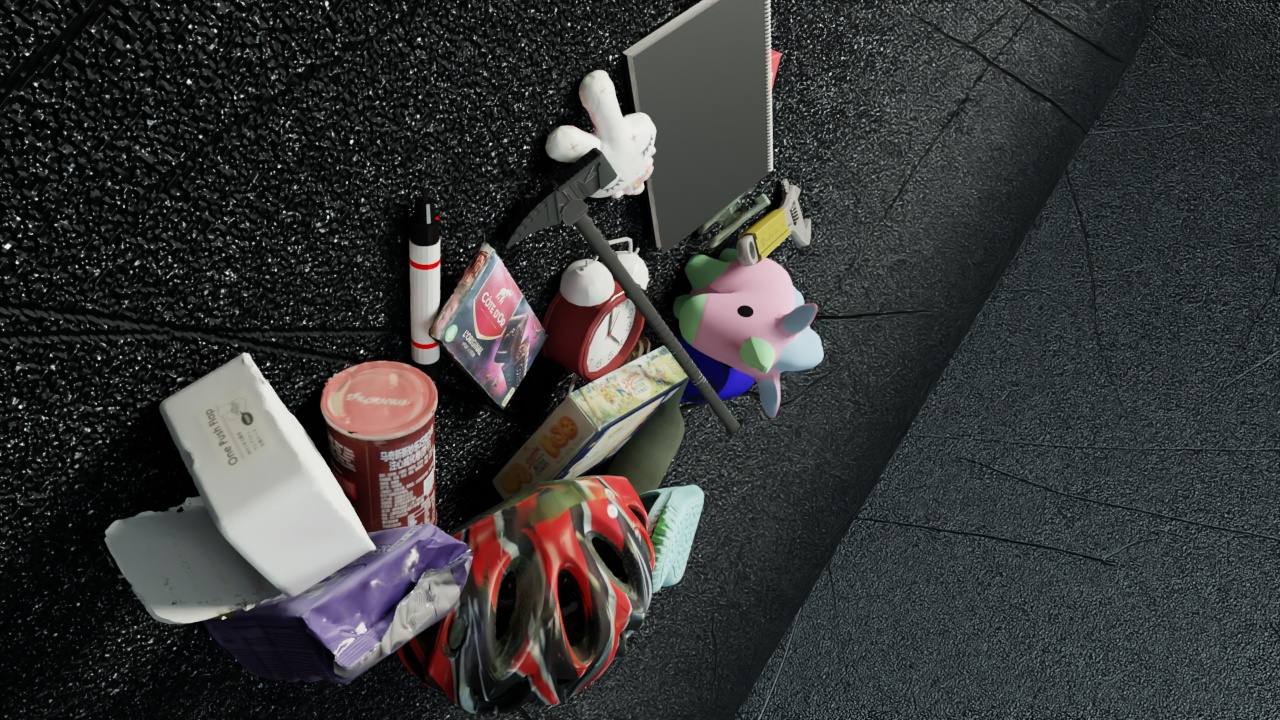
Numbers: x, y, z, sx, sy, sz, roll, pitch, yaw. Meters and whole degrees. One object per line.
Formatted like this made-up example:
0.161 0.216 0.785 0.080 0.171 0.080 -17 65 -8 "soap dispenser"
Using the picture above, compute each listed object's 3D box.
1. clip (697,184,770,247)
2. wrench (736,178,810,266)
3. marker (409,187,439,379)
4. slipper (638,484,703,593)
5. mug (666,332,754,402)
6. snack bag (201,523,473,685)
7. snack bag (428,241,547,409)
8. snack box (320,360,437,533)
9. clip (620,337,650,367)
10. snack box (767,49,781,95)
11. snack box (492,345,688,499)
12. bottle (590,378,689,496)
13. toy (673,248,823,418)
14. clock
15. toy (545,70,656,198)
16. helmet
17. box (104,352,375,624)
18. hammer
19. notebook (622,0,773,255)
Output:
0.091 -0.144 0.913 0.076 0.047 0.023 -40 171 15 "clip"
0.145 -0.139 0.979 0.272 0.018 0.084 -44 122 -61 "wrench"
-0.142 -0.049 0.606 0.019 0.019 0.146 -35 146 -43 "marker"
0.014 0.175 0.922 0.276 0.069 0.116 37 73 -79 "slipper"
0.067 0.014 1.023 0.111 0.079 0.083 -39 164 24 "mug"
-0.186 0.152 0.560 0.096 0.206 0.058 -33 101 -41 "snack bag"
-0.110 -0.020 0.683 0.074 0.018 0.155 -61 162 -15 "snack bag"
-0.172 0.068 0.616 0.072 0.072 0.122 -37 147 -41 "snack box"
-0.006 0.006 0.924 0.062 0.025 0.047 -61 155 -4 "clip"
0.087 -0.219 0.858 0.089 0.021 0.133 -33 144 -46 "snack box"
-0.043 0.062 0.828 0.144 0.042 0.145 -26 163 -51 "snack box"
0.000 0.095 0.975 0.207 0.071 0.071 -63 155 7 "bottle"
0.120 -0.046 0.929 0.221 0.171 0.120 -23 136 -53 "toy"
-0.037 -0.040 0.784 0.096 0.048 0.138 -23 138 -53 "clock"
-0.020 -0.158 0.697 0.076 0.037 0.125 -52 148 1 "toy"
-0.088 0.183 0.725 0.217 0.167 0.273 -19 156 -24 "helmet"
-0.232 0.084 0.492 0.130 0.110 0.103 -30 147 -16 "box"
0.008 -0.026 0.758 0.095 0.015 0.325 -38 132 0 "hammer"
0.058 -0.206 0.783 0.148 0.016 0.207 -39 146 -20 "notebook"
